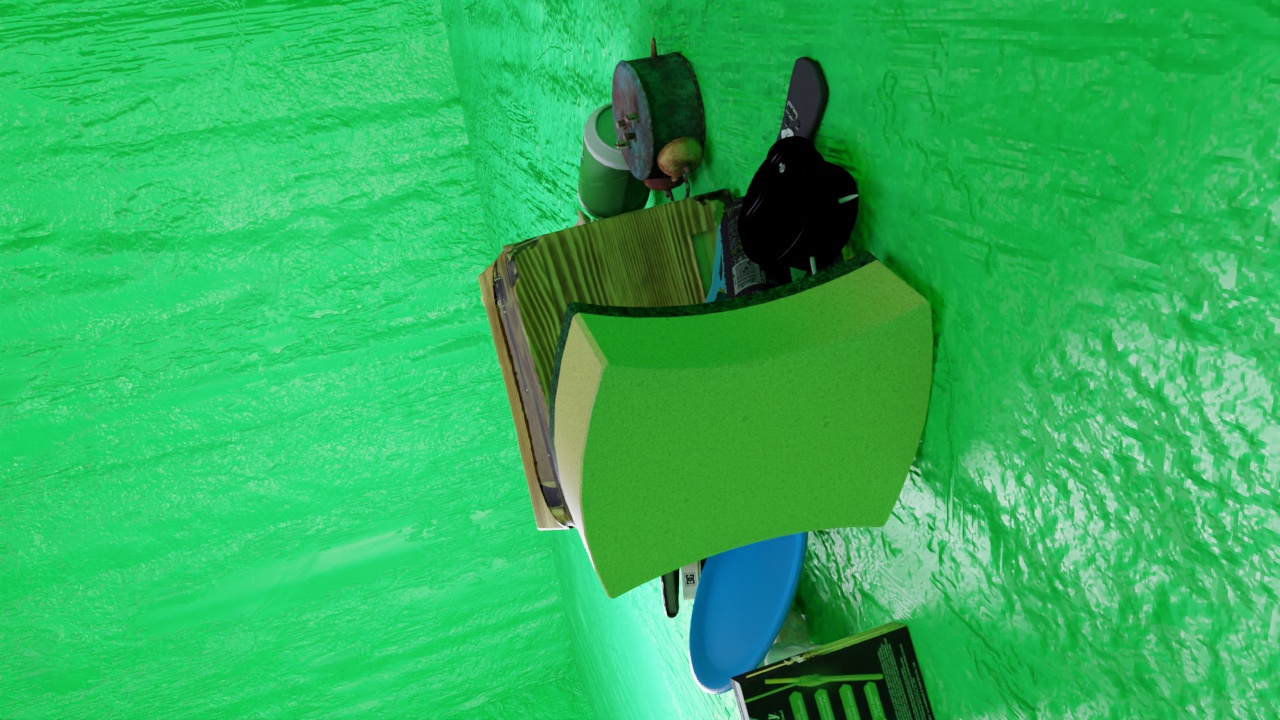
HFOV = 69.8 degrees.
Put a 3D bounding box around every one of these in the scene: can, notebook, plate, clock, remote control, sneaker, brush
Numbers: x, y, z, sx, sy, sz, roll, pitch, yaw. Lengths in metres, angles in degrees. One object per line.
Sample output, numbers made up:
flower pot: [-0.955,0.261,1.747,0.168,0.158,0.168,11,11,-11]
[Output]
can: [0.094,-0.078,0.745,0.054,0.054,0.137,90,180,-45]
notebook: [0.033,0.191,1.139,0.208,0.029,0.169,-91,-5,-74]
plate: [0.110,0.217,0.899,0.225,0.024,0.224,-61,13,24]
clock: [0.016,-0.230,0.932,0.121,0.073,0.157,154,100,-76]
remote control: [0.119,-0.176,0.708,0.125,0.009,0.046,97,155,-55]
can: [-0.026,-0.227,1.065,0.140,0.087,0.087,108,146,-65]
clock: [0.111,-0.114,0.672,0.091,0.042,0.120,-67,29,20]
sneaker: [0.089,0.237,1.135,0.235,0.079,0.084,-63,-32,-85]
brush: [0.068,0.044,0.630,0.075,0.250,0.195,-122,26,-52]

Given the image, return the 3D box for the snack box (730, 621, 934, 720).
snack box: [0.154,0.271,0.732,0.025,0.147,0.080,145,110,-75]

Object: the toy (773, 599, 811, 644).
toy: [0.147,0.273,0.975,0.115,0.046,0.092,57,157,34]

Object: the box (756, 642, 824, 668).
box: [0.159,0.363,0.904,0.186,0.084,0.211,3,112,66]

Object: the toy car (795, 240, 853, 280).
toy car: [0.140,-0.052,0.700,0.107,0.030,0.049,109,160,-68]

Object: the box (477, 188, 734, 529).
box: [-0.011,0.006,0.898,0.221,0.258,0.279,-18,84,64]

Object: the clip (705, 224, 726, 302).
clip: [0.083,-0.057,0.799,0.119,0.033,0.121,35,109,66]

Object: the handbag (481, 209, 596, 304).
handbag: [-0.063,-0.059,1.123,0.198,0.187,0.116,40,-166,-37]
